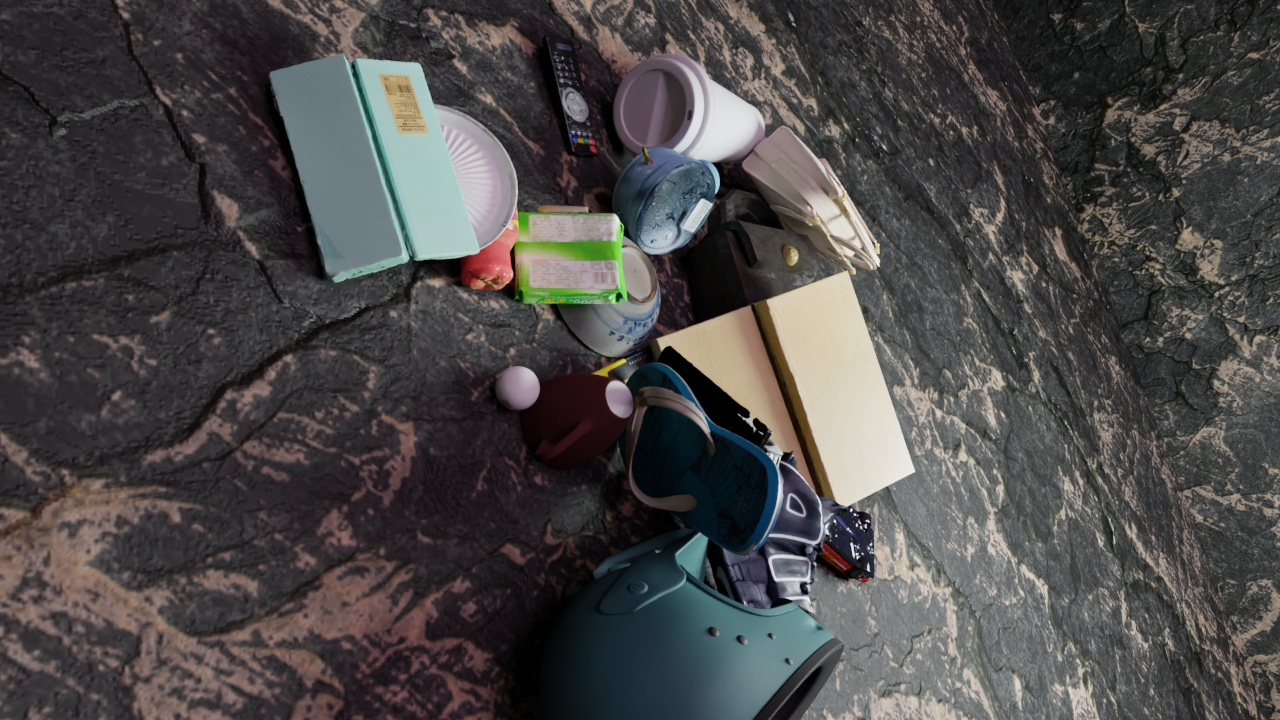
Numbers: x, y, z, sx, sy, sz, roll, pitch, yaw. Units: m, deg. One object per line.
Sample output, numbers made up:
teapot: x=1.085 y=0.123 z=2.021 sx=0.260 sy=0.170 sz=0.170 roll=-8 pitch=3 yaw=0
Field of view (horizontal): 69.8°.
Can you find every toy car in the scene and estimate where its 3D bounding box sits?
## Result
toy car: x=0.233 y=0.203 z=1.117 sx=0.189 sy=0.056 sz=0.081 roll=40 pitch=47 yaw=-36
toy car: x=0.072 y=0.068 z=0.892 sx=0.071 sy=0.094 sz=0.192 roll=19 pitch=13 yaw=-33

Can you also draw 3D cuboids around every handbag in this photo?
handbag: x=0.247 y=-0.191 z=1.216 sx=0.197 sy=0.101 sz=0.194 roll=54 pitch=11 yaw=34
handbag: x=0.153 y=-0.121 z=1.154 sx=0.197 sy=0.103 sz=0.199 roll=0 pitch=71 yaw=-48

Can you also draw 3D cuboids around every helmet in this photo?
helmet: x=0.033 y=0.244 z=0.766 sx=0.200 sy=0.177 sz=0.273 roll=33 pitch=40 yaw=26

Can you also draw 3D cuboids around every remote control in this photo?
remote control: x=-0.082 y=-0.300 z=1.049 sx=0.045 sy=0.021 sz=0.140 roll=-9 pitch=83 yaw=-49

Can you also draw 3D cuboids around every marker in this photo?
marker: x=0.128 y=-0.225 z=1.249 sx=0.133 sy=0.015 sz=0.018 roll=3 pitch=41 yaw=-48

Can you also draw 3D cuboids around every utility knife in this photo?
utility knife: x=-0.006 y=0.006 z=0.980 sx=0.172 sy=0.020 sz=0.029 roll=-29 pitch=95 yaw=-52

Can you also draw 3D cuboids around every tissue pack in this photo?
tissue pack: x=-0.071 y=-0.104 z=0.912 sx=0.114 sy=0.034 sz=0.099 roll=0 pitch=66 yaw=-6

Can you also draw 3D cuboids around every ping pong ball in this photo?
ping pong ball: x=-0.112 y=0.025 z=0.833 sx=0.040 sy=0.040 sz=0.040 roll=24 pitch=55 yaw=-39

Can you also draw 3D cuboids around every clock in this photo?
clock: x=0.035 y=-0.180 z=1.046 sx=0.060 sy=0.118 sz=0.161 roll=44 pitch=20 yaw=31

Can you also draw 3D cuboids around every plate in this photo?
plate: x=-0.188 y=-0.160 z=0.820 sx=0.156 sy=0.014 sz=0.156 roll=7 pitch=69 yaw=-19

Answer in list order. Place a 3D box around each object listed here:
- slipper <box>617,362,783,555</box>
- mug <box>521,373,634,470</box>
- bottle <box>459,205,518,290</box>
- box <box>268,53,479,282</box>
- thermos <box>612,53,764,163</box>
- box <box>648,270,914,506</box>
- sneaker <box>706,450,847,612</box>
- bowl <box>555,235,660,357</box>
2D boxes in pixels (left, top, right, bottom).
slipper: x=0.026 y=0.081 z=0.817 sx=0.060 sy=0.295 sz=0.118 roll=12 pitch=101 yaw=-27
mug: x=-0.056 y=0.056 z=0.842 sx=0.087 sy=0.089 sz=0.113 roll=55 pitch=40 yaw=-12
bottle: x=-0.149 y=-0.132 z=0.864 sx=0.071 sy=0.049 sz=0.134 roll=10 pitch=65 yaw=-42
box: x=-0.222 y=-0.167 z=0.776 sx=0.138 sy=0.052 sz=0.187 roll=-17 pitch=83 yaw=-22
thermos: x=0.072 y=-0.299 z=1.147 sx=0.221 sy=0.132 sz=0.131 roll=-9 pitch=78 yaw=-58
box: x=0.162 y=0.054 z=1.025 sx=0.253 sy=0.068 sz=0.247 roll=-20 pitch=91 yaw=-17
sneaker: x=0.154 y=0.203 z=0.940 sx=0.150 sy=0.097 sz=0.252 roll=-19 pitch=87 yaw=-13
bowl: x=-0.023 y=-0.082 z=0.973 sx=0.150 sy=0.057 sz=0.150 roll=25 pitch=54 yaw=-39
